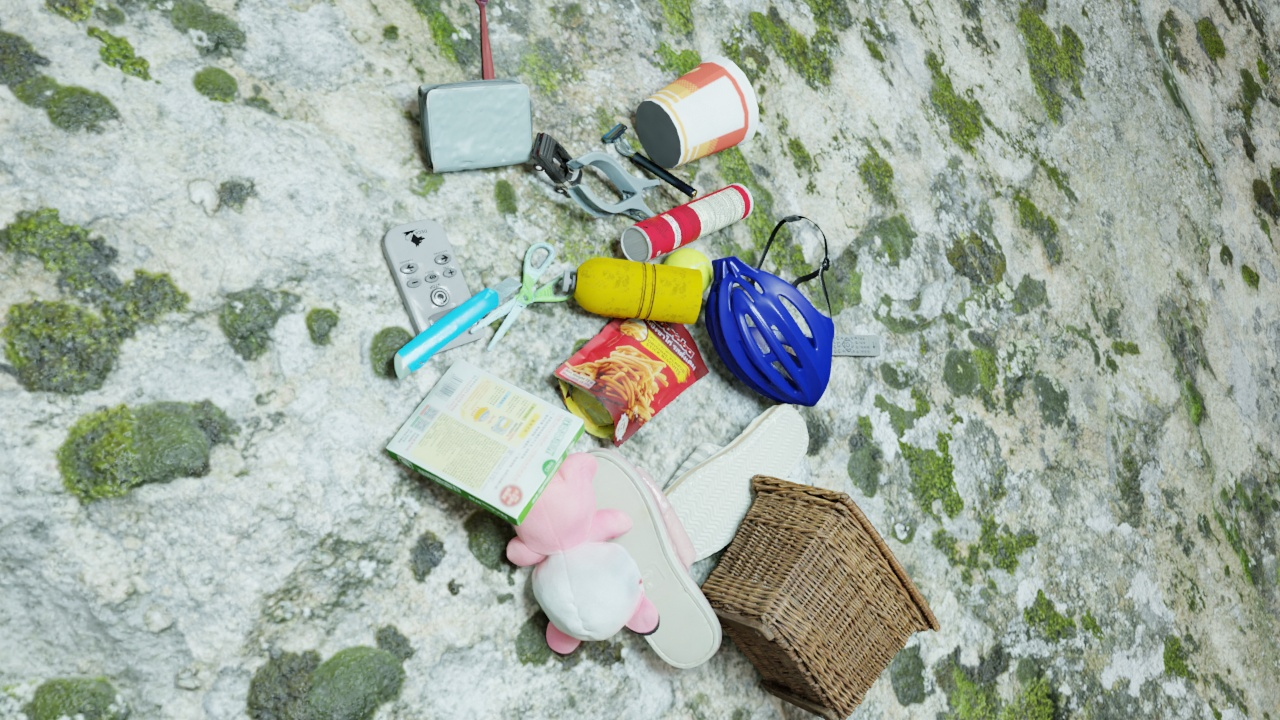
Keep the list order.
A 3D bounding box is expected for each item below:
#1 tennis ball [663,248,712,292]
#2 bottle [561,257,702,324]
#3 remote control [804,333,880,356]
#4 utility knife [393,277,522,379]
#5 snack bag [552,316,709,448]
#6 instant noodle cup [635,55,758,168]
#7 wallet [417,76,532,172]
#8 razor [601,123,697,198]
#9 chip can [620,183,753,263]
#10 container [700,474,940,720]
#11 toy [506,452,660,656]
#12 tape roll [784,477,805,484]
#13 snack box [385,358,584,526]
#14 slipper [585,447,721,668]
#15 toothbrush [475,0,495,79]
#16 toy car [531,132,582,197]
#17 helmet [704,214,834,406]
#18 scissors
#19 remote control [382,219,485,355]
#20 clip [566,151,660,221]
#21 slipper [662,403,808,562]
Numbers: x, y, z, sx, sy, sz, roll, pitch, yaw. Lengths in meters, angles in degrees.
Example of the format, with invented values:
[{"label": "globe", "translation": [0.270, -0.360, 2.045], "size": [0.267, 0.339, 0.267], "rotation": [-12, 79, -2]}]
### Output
[{"label": "tennis ball", "translation": [0.060, -0.113, 1.187], "size": [0.065, 0.065, 0.065], "rotation": [8, 74, -28]}, {"label": "bottle", "translation": [-0.013, -0.085, 1.114], "size": [0.163, 0.071, 0.071], "rotation": [6, 74, -10]}, {"label": "remote control", "translation": [0.294, -0.022, 1.330], "size": [0.136, 0.013, 0.033], "rotation": [1, 78, -30]}, {"label": "utility knife", "translation": [-0.203, -0.042, 1.024], "size": [0.185, 0.015, 0.031], "rotation": [-39, 105, -27]}, {"label": "snack bag", "translation": [-0.007, 0.007, 1.139], "size": [0.139, 0.067, 0.207], "rotation": [52, 50, -3]}, {"label": "instant noodle cup", "translation": [0.069, -0.322, 1.219], "size": [0.120, 0.124, 0.123], "rotation": [-32, 95, -24]}, {"label": "wallet", "translation": [-0.194, -0.277, 1.075], "size": [0.131, 0.054, 0.100], "rotation": [-14, 116, -31]}, {"label": "razor", "translation": [0.014, -0.256, 1.205], "size": [0.144, 0.022, 0.042], "rotation": [38, 58, 8]}, {"label": "chip can", "translation": [0.064, -0.180, 1.195], "size": [0.214, 0.052, 0.052], "rotation": [-29, 93, -41]}, {"label": "container", "translation": [0.202, 0.292, 1.096], "size": [0.182, 0.162, 0.250], "rotation": [-49, 116, -23]}, {"label": "toy", "translation": [-0.074, 0.214, 1.000], "size": [0.142, 0.084, 0.213], "rotation": [-20, 92, 7]}, {"label": "tape roll", "translation": [0.197, 0.203, 1.217], "size": [0.093, 0.018, 0.093], "rotation": [8, 74, -29]}, {"label": "snack box", "translation": [-0.164, 0.084, 0.981], "size": [0.168, 0.027, 0.131], "rotation": [25, 60, 17]}, {"label": "slipper", "translation": [0.004, 0.225, 1.055], "size": [0.274, 0.114, 0.054], "rotation": [61, 16, 2]}, {"label": "toothbrush", "translation": [-0.189, -0.381, 1.138], "size": [0.016, 0.017, 0.189], "rotation": [-1, 78, -30]}, {"label": "toy car", "translation": [-0.100, -0.241, 1.127], "size": [0.092, 0.037, 0.040], "rotation": [42, 53, -53]}, {"label": "helmet", "translation": [0.187, -0.069, 1.199], "size": [0.241, 0.148, 0.227], "rotation": [45, 61, -28]}, {"label": "scissors", "translation": [-0.133, -0.066, 1.086], "size": [0.093, 0.032, 0.174], "rotation": [45, 58, -19]}, {"label": "remote control", "translation": [-0.235, -0.085, 1.037], "size": [0.074, 0.019, 0.151], "rotation": [-22, 89, -32]}, {"label": "clip", "translation": [-0.030, -0.232, 1.161], "size": [0.163, 0.028, 0.115], "rotation": [12, 73, -48]}, {"label": "slipper", "translation": [0.112, 0.151, 1.159], "size": [0.272, 0.054, 0.114], "rotation": [-35, 100, -27]}]
